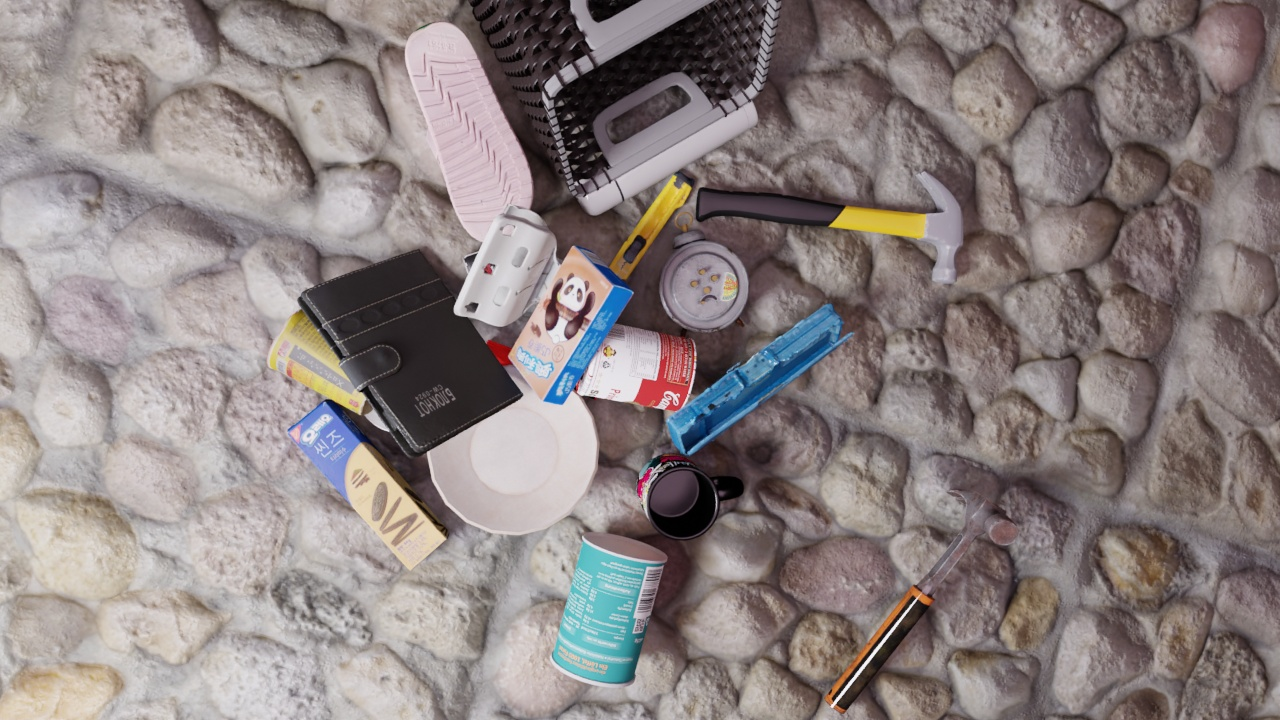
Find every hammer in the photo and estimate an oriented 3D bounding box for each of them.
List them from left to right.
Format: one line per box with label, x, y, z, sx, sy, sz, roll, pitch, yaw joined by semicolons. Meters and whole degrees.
hammer;0.226;-0.171;1.085;0.323;0.029;0.127;6;92;-6
hammer;0.318;0.287;1.091;0.035;0.137;0.315;32;102;-7

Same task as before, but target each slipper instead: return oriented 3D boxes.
slipper;-0.189;-0.250;1.017;0.094;0.064;0.239;-22;108;-9

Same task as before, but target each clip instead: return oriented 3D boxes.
clip;-0.133;-0.104;1.014;0.099;0.152;0.126;45;116;32

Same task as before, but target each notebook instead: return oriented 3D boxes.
notebook;-0.241;-0.013;0.974;0.209;0.030;0.169;51;43;7

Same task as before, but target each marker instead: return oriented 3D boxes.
marker;-0.111;0.012;1.058;0.145;0.021;0.023;20;73;-7

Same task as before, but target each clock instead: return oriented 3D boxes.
clock;0.067;-0.098;1.056;0.104;0.056;0.148;-16;96;-6

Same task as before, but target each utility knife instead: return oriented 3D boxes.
utility knife;-0.007;-0.128;1.068;0.030;0.019;0.217;35;92;2

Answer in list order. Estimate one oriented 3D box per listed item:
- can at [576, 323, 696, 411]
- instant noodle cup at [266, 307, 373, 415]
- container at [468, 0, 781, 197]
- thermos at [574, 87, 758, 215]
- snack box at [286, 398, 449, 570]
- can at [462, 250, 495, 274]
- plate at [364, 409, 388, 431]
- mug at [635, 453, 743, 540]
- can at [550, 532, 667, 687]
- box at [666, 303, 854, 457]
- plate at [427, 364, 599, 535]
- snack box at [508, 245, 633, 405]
can;-0.006;0.006;1.031;0.116;0.087;0.086;11;91;-13
instant noodle cup;-0.323;0.001;0.988;0.112;0.100;0.100;36;88;0
container;-0.034;-0.361;0.919;0.247;0.246;0.243;-31;79;-4
thermos;0.026;-0.238;1.046;0.224;0.052;0.052;-31;95;-4
snack box;-0.302;0.137;1.024;0.056;0.057;0.207;-40;96;-5
can;-0.159;-0.117;1.041;0.080;0.031;0.031;-20;95;-5
plate;-0.266;0.029;1.033;0.104;0.026;0.104;-1;86;8
mug;0.059;0.151;1.044;0.118;0.098;0.082;-8;93;-6
can;-0.036;0.280;1.039;0.099;0.099;0.144;15;91;-7
box;0.138;0.032;1.044;0.231;0.093;0.054;-35;65;-8
plate;-0.141;0.100;1.031;0.188;0.027;0.188;1;78;-6
snack box;-0.077;-0.037;0.986;0.034;0.087;0.151;15;114;-45
